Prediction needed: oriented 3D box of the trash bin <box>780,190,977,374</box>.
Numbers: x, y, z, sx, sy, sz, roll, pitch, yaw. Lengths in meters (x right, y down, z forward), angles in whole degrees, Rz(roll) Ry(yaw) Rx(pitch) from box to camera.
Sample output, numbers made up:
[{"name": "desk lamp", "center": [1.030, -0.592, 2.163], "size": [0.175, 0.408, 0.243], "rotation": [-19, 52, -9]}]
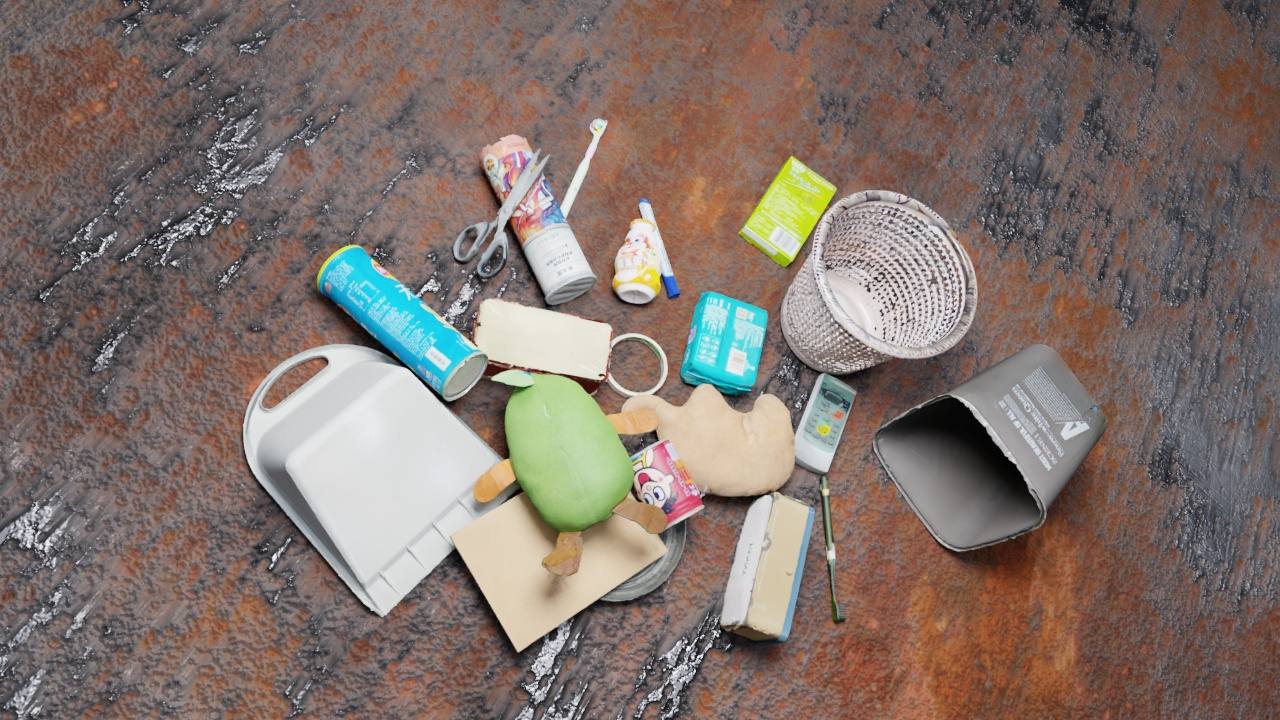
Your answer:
[{"name": "trash bin", "center": [0.290, -0.080, 1.209], "size": [0.227, 0.193, 0.227], "rotation": [6, 69, -16]}]

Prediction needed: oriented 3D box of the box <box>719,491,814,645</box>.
[{"name": "box", "center": [0.150, 0.255, 1.101], "size": [0.061, 0.090, 0.184], "rotation": [21, 68, -11]}]

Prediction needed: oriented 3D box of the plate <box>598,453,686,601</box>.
[{"name": "plate", "center": [-0.033, 0.198, 1.098], "size": [0.179, 0.024, 0.179], "rotation": [7, 68, -17]}]

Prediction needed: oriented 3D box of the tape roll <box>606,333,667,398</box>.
[{"name": "tape roll", "center": [-0.007, 0.007, 1.181], "size": [0.085, 0.014, 0.085], "rotation": [6, 69, -16]}]

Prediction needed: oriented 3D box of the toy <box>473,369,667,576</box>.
[{"name": "toy", "center": [-0.080, 0.113, 1.036], "size": [0.226, 0.090, 0.246], "rotation": [-22, 67, -12]}]

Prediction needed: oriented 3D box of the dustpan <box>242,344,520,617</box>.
[{"name": "dustpan", "center": [-0.312, 0.109, 1.047], "size": [0.222, 0.143, 0.258], "rotation": [-43, 117, -26]}]

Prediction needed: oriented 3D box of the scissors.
[{"name": "scissors", "center": [-0.175, -0.188, 1.147], "size": [0.147, 0.014, 0.172], "rotation": [-2, 87, 17]}]

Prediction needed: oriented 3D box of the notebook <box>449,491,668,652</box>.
[{"name": "notebook", "center": [-0.090, 0.211, 1.053], "size": [0.211, 0.012, 0.149], "rotation": [-29, 81, -25]}]

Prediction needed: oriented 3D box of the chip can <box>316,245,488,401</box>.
[{"name": "chip can", "center": [-0.274, -0.044, 1.056], "size": [0.210, 0.071, 0.071], "rotation": [39, 63, 13]}]

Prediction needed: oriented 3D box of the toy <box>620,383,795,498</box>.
[{"name": "toy", "center": [0.086, 0.100, 1.146], "size": [0.226, 0.083, 0.143], "rotation": [9, 64, -11]}]

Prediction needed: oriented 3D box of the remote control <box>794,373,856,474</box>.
[{"name": "remote control", "center": [0.245, 0.085, 1.231], "size": [0.056, 0.019, 0.134], "rotation": [30, 64, -6]}]

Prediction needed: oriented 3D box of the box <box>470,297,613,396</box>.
[{"name": "box", "center": [-0.120, -0.019, 1.117], "size": [0.168, 0.080, 0.091], "rotation": [11, 68, -15]}]

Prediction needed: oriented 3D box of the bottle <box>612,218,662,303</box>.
[{"name": "bottle", "center": [-0.002, -0.131, 1.207], "size": [0.063, 0.063, 0.108], "rotation": [12, 67, -14]}]

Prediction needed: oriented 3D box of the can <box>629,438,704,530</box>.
[{"name": "can", "center": [0.027, 0.148, 1.086], "size": [0.066, 0.067, 0.093], "rotation": [-26, 80, -25]}]

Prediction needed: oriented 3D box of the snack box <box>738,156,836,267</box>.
[{"name": "snack box", "center": [0.214, -0.217, 1.329], "size": [0.086, 0.026, 0.156], "rotation": [35, 64, -3]}]

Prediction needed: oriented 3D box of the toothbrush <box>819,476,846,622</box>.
[{"name": "toothbrush", "center": [0.247, 0.240, 1.179], "size": [0.017, 0.012, 0.185], "rotation": [6, 69, -22]}]

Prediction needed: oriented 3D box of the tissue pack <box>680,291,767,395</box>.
[{"name": "tissue pack", "center": [0.111, -0.024, 1.211], "size": [0.093, 0.050, 0.133], "rotation": [19, 66, -9]}]

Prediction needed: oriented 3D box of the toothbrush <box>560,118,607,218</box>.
[{"name": "toothbrush", "center": [-0.085, -0.253, 1.250], "size": [0.020, 0.029, 0.189], "rotation": [45, 56, -45]}]

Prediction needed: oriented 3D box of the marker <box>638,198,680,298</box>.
[{"name": "marker", "center": [0.025, -0.153, 1.249], "size": [0.016, 0.017, 0.145], "rotation": [-12, 75, -22]}]

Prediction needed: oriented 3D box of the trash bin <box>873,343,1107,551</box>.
[{"name": "trash bin", "center": [0.471, 0.103, 1.210], "size": [0.219, 0.199, 0.199], "rotation": [-29, 81, -31]}]

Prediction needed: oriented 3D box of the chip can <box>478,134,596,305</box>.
[{"name": "chip can", "center": [-0.133, -0.182, 1.178], "size": [0.071, 0.071, 0.214], "rotation": [-21, 78, -24]}]
